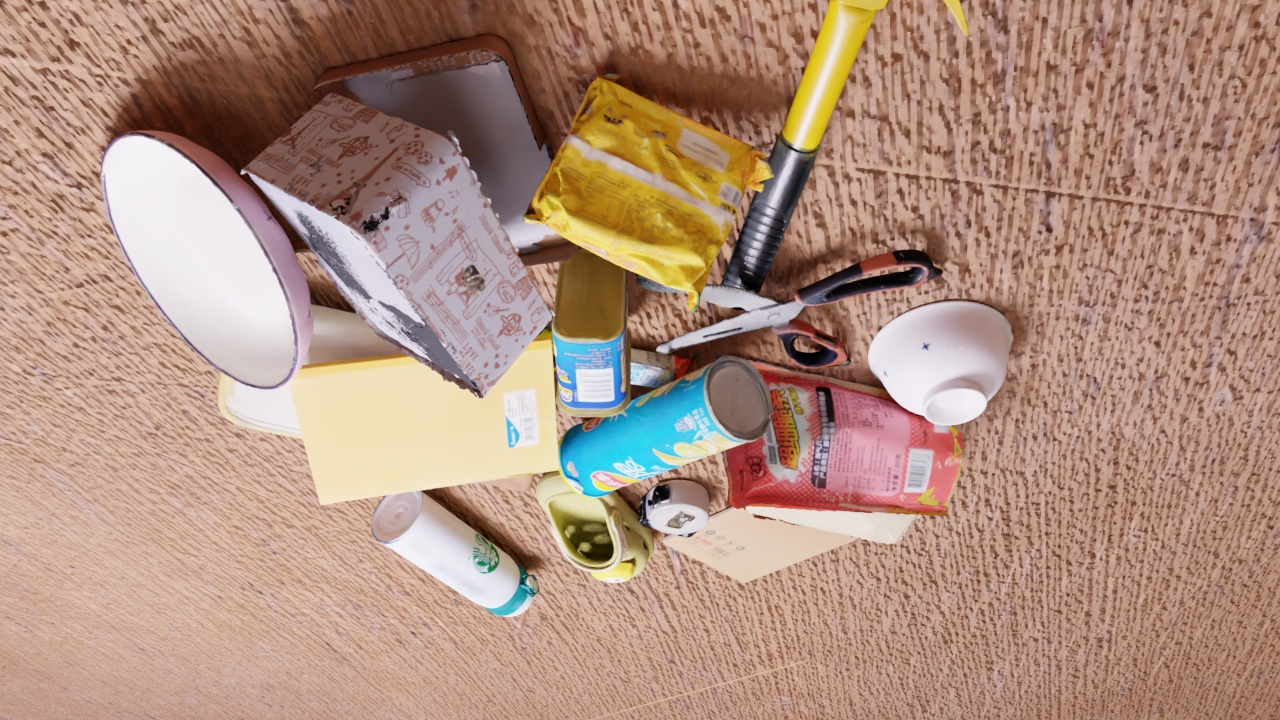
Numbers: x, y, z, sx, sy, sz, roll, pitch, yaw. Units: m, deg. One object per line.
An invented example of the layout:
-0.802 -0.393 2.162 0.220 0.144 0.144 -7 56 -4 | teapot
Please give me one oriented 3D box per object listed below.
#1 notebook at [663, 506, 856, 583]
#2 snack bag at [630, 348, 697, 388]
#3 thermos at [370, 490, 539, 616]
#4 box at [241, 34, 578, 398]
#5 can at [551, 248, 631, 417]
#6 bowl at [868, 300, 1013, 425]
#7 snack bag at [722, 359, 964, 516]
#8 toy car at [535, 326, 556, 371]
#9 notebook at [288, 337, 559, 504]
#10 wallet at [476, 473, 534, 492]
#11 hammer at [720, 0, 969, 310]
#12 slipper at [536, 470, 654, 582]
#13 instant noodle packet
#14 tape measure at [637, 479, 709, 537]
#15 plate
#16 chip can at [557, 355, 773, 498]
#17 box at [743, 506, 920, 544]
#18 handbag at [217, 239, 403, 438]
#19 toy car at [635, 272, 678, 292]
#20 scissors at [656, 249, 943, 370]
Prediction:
0.149 0.191 1.017 0.208 0.008 0.147 -32 131 33 | notebook
-0.005 0.005 0.779 0.104 0.026 0.048 9 133 -9 | snack bag
-0.194 0.217 1.009 0.073 0.073 0.224 -18 137 22 | thermos
-0.128 -0.104 0.608 0.150 0.166 0.182 29 159 33 | box
-0.036 -0.023 0.690 0.057 0.101 0.083 0 138 1 | can
0.252 0.014 0.757 0.118 0.064 0.118 1 141 1 | bowl
0.169 0.072 0.789 0.207 0.128 0.073 7 159 -13 | snack bag
-0.114 0.001 0.773 0.105 0.032 0.048 -10 140 15 | toy car
-0.172 0.052 0.759 0.206 0.010 0.146 -7 127 -10 | notebook
-0.155 0.089 0.891 0.115 0.020 0.101 12 140 -9 | wallet
0.104 -0.143 0.595 0.128 0.032 0.302 9 140 -8 | hammer
-0.051 0.185 0.959 0.092 0.081 0.191 -11 136 18 | slipper
0.007 -0.105 0.577 0.128 0.110 0.044 27 178 -6 | instant noodle packet
0.038 0.153 0.954 0.065 0.033 0.066 16 138 -20 | tape measure
-0.290 -0.070 0.632 0.192 0.038 0.193 22 133 26 | plate
0.013 0.061 0.777 0.071 0.071 0.211 27 147 -28 | chip can
0.181 0.120 0.863 0.168 0.078 0.092 14 126 -14 | box
-0.246 -0.017 0.744 0.163 0.063 0.179 13 124 -15 | handbag
0.024 -0.087 0.660 0.043 0.036 0.091 11 140 -11 | toy car
0.122 -0.038 0.700 0.189 0.015 0.225 -35 144 31 | scissors
